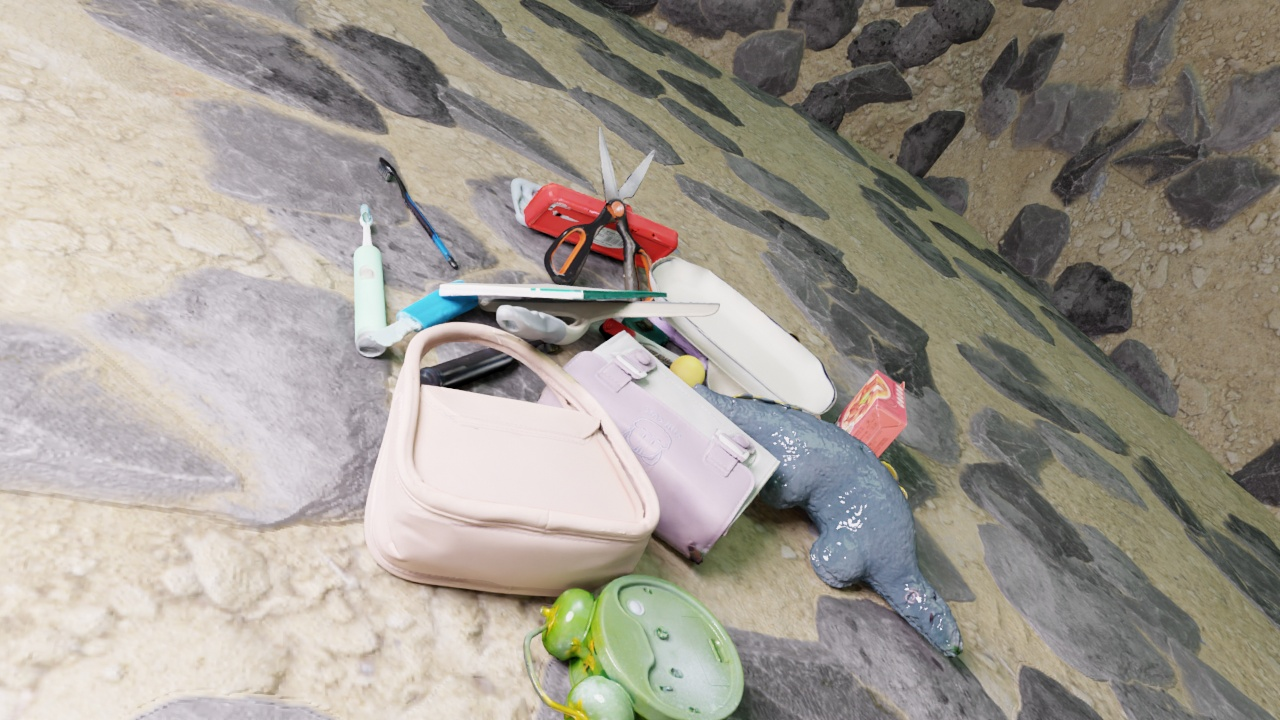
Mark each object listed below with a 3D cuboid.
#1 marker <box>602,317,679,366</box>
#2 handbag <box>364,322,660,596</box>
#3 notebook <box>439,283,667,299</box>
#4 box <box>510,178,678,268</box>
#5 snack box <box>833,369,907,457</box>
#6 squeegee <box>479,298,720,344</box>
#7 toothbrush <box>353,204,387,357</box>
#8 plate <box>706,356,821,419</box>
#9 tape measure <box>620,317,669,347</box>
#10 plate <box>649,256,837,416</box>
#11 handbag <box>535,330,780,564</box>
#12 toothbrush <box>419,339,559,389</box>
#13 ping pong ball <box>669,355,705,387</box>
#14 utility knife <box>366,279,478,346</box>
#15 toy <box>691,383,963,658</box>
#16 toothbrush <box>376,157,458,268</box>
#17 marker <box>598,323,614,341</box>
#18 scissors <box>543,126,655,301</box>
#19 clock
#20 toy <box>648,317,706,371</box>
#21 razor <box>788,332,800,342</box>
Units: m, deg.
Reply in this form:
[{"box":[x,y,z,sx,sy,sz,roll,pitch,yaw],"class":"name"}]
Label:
[{"box":[0.013,-0.013,1.020,0.145,0.017,0.017,29,24,-41],"class":"marker"},{"box":[-0.102,0.054,0.679,0.193,0.094,0.233,13,40,-30],"class":"handbag"},{"box":[-0.079,-0.068,0.916,0.150,0.012,0.208,4,6,22],"class":"notebook"},{"box":[-0.059,-0.190,1.179,0.201,0.113,0.099,16,57,-32],"class":"box"},{"box":[0.261,0.077,1.080,0.044,0.113,0.126,34,25,0],"class":"snack box"},{"box":[-0.071,-0.032,0.797,0.247,0.039,0.246,2,5,14],"class":"squeegee"},{"box":[-0.249,-0.080,0.842,0.026,0.027,0.224,-7,40,-13],"class":"toothbrush"},{"box":[0.139,0.069,1.041,0.163,0.034,0.164,28,26,-13],"class":"plate"},{"box":[0.002,-0.032,1.062,0.058,0.025,0.054,39,25,9],"class":"tape measure"},{"box":[0.114,-0.024,1.079,0.266,0.034,0.161,40,29,7],"class":"plate"},{"box":[0.013,0.075,0.822,0.197,0.099,0.144,39,32,9],"class":"handbag"},{"box":[-0.132,-0.001,0.851,0.212,0.026,0.027,-23,96,-62],"class":"toothbrush"},{"box":[0.052,0.015,1.022,0.040,0.040,0.040,27,27,-15],"class":"ping pong ball"},{"box":[-0.193,-0.042,0.827,0.034,0.018,0.209,39,18,-1],"class":"utility knife"},{"box":[0.195,0.137,0.910,0.356,0.092,0.137,47,42,6],"class":"toy"},{"box":[-0.246,-0.162,1.006,0.189,0.016,0.014,52,22,26],"class":"toothbrush"},{"box":[-0.006,0.006,0.994,0.022,0.020,0.132,5,38,-44],"class":"marker"},{"box":[-0.035,-0.160,1.099,0.230,0.022,0.221,-35,107,-31],"class":"scissors"},{"box":[-0.006,0.205,0.614,0.161,0.056,0.116,16,31,-34],"class":"clock"},{"box":[0.053,-0.033,1.109,0.108,0.039,0.083,39,35,6],"class":"toy"},{"box":[0.185,-0.013,1.209,0.062,0.068,0.167,39,20,9],"class":"razor"}]
